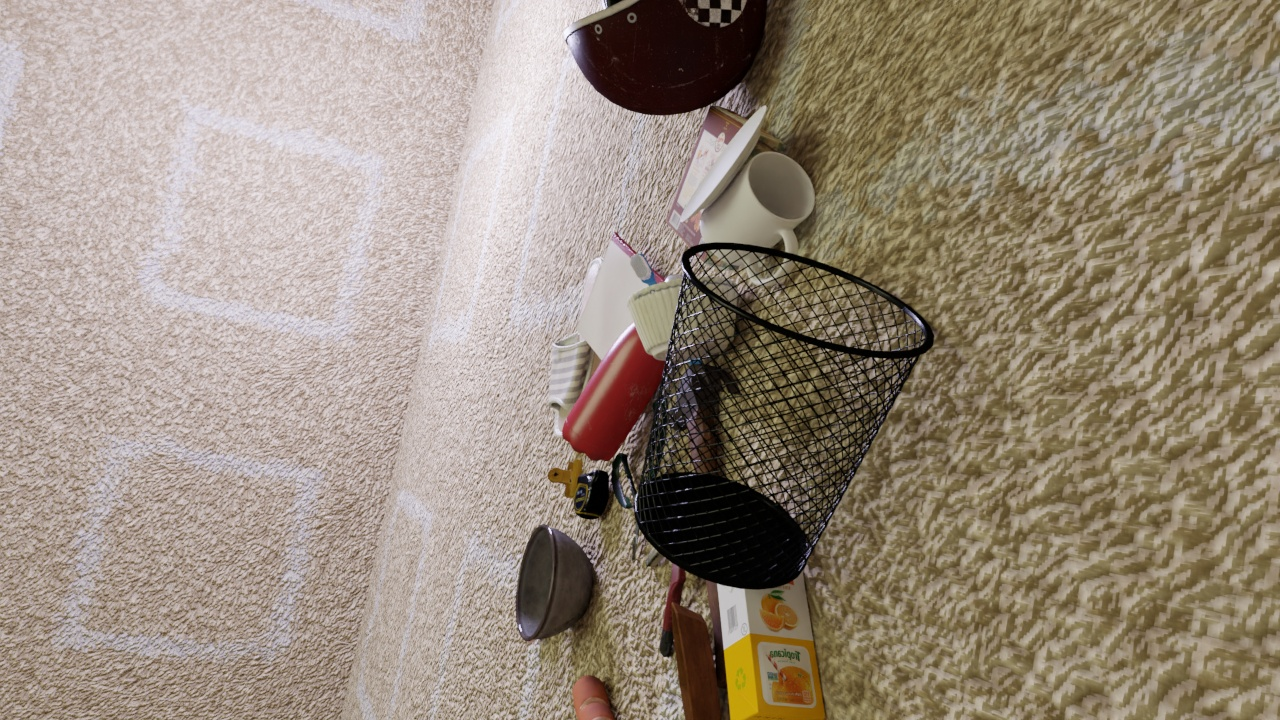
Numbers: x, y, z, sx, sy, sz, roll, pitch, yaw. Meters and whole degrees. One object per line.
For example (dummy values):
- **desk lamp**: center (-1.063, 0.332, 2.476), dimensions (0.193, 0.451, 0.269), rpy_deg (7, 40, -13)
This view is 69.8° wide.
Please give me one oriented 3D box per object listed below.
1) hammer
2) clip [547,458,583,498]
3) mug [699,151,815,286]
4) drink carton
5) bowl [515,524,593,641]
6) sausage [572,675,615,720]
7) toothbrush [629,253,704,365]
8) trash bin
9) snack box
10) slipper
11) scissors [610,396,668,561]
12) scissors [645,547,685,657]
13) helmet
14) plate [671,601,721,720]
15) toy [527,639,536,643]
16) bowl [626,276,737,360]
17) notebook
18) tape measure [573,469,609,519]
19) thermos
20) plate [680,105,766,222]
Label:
- **hammer**: center (0.068, 0.144, 0.874), dimensions (0.116, 0.033, 0.322), rpy_deg (123, 151, -48)
- **clip**: center (-0.102, 0.162, 1.275), dimensions (0.046, 0.048, 0.054), rpy_deg (-2, 70, 25)
- **mug**: center (0.115, -0.126, 0.869), dimensions (0.091, 0.073, 0.110), rpy_deg (-41, 62, 57)
- **drink carton**: center (0.099, 0.218, 0.714), dimensions (0.040, 0.058, 0.122), rpy_deg (128, 148, -47)
- **bowl**: center (-0.105, 0.287, 1.172), dimensions (0.145, 0.067, 0.145), rpy_deg (-168, 91, -69)
- **sausage**: center (-0.041, 0.400, 0.984), dimensions (0.044, 0.039, 0.164), rpy_deg (-69, 23, 12)
- **toothbrush**: center (0.030, -0.051, 1.006), dimensions (0.016, 0.014, 0.166), rpy_deg (-36, 67, 19)
- **trash bin**: center (0.090, 0.044, 0.692), dimensions (0.184, 0.184, 0.210), rpy_deg (-117, 39, -59)
- **snack box**: center (0.089, -0.190, 0.999), dimensions (0.143, 0.041, 0.147), rpy_deg (-120, 47, -60)
- **slipper**: center (-0.089, -0.020, 1.337), dimensions (0.115, 0.054, 0.272), rpy_deg (9, 85, 63)
- **scissors**: center (-0.003, 0.124, 1.054), dimensions (0.205, 0.015, 0.202), rpy_deg (-140, 58, -70)
- **scissors**: center (0.030, 0.201, 0.917), dimensions (0.179, 0.015, 0.198), rpy_deg (-163, 76, -77)
- **helmet**: center (0.023, -0.401, 1.004), dimensions (0.233, 0.233, 0.253), rpy_deg (-155, 60, -74)
- **plate**: center (0.049, 0.274, 0.796), dimensions (0.131, 0.025, 0.131), rpy_deg (170, 93, -87)
- **toy**: center (-0.140, 0.340, 1.269), dimensions (0.079, 0.038, 0.123), rpy_deg (59, 135, 51)
- **bowl**: center (0.047, -0.039, 0.936), dimensions (0.116, 0.115, 0.062), rpy_deg (149, 115, -62)
- **notebook**: center (-0.018, -0.057, 1.178), dimensions (0.208, 0.012, 0.153), rpy_deg (50, 124, 50)
- **tape measure**: center (-0.061, 0.173, 1.173), dimensions (0.062, 0.034, 0.061), rpy_deg (154, 128, -64)
- **thermos**: center (-0.006, 0.006, 1.068), dimensions (0.240, 0.073, 0.073), rpy_deg (-58, 26, 17)
- **plate**: center (0.083, -0.186, 0.884), dimensions (0.135, 0.011, 0.134), rpy_deg (-53, 10, 13)
